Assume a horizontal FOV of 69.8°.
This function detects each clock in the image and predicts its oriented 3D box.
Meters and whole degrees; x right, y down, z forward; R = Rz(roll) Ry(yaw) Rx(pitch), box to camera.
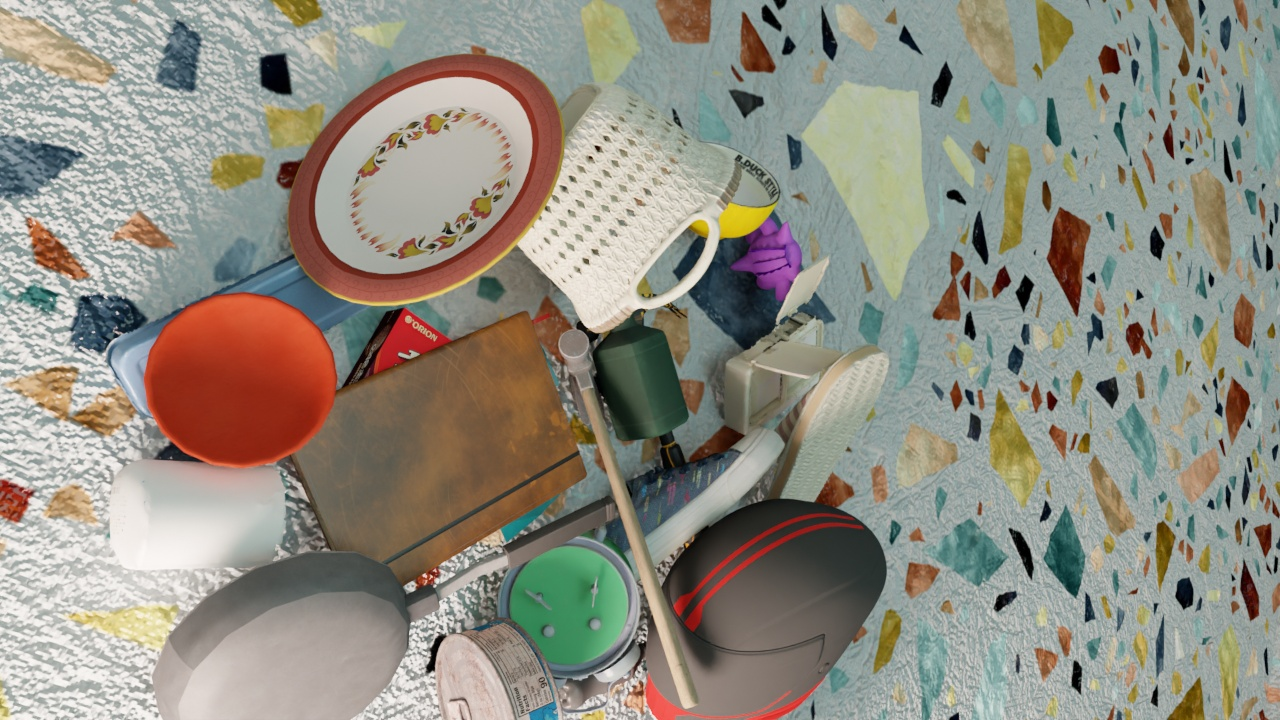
[{"bbox_3d":[-0.059,0.230,0.807,0.122,0.075,0.161,-8,90,-3],"label":"clock"}]

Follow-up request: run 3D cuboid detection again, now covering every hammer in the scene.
[{"bbox_3d":[0.032,0.087,0.948,0.123,0.036,0.320,-23,101,-32],"label":"hammer"},{"bbox_3d":[-0.007,0.137,0.809,0.030,0.119,0.331,-20,72,-6],"label":"hammer"}]

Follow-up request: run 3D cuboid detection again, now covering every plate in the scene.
[{"bbox_3d":[-0.163,-0.139,0.701,0.229,0.230,0.021,-69,155,-19],"label":"plate"}]

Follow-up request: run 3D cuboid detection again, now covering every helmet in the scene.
[{"bbox_3d":[0.111,0.224,0.859,0.264,0.164,0.170,-29,136,-17],"label":"helmet"}]

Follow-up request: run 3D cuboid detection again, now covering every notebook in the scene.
[{"bbox_3d":[-0.151,0.078,0.763,0.248,0.014,0.178,-27,104,-37],"label":"notebook"}]

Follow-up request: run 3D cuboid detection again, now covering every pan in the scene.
[{"bbox_3d":[-0.169,0.186,0.688,0.356,0.041,0.179,-23,134,-25],"label":"pan"}]

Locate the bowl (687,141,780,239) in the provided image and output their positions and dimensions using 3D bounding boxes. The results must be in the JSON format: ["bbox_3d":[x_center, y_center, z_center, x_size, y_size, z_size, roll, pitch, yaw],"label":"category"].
[{"bbox_3d":[0.081,-0.171,0.969,0.117,0.068,0.117,15,40,-13],"label":"bowl"}]

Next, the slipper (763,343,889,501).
[{"bbox_3d":[0.186,0.081,0.985,0.114,0.052,0.264,-18,140,-35],"label":"slipper"}]

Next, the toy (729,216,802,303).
[{"bbox_3d":[0.145,-0.114,1.020,0.055,0.088,0.106,-21,100,-31],"label":"toy"}]

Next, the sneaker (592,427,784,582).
[{"bbox_3d":[0.033,0.133,0.895,0.235,0.087,0.079,-38,86,-9],"label":"sneaker"}]

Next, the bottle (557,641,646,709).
[{"bbox_3d":[-0.033,0.298,0.880,0.109,0.036,0.036,-14,96,-39],"label":"bottle"}]

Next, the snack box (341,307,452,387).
[{"bbox_3d":[-0.178,0.054,0.777,0.152,0.036,0.132,38,65,-31],"label":"snack box"}]

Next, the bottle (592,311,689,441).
[{"bbox_3d":[-0.005,0.005,0.870,0.061,0.061,0.131,-24,100,-49],"label":"bottle"}]

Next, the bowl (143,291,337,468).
[{"bbox_3d":[-0.278,0.015,0.645,0.122,0.035,0.122,4,79,-21],"label":"bowl"}]

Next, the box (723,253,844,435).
[{"bbox_3d":[0.168,-0.002,0.991,0.095,0.186,0.145,42,54,20],"label":"box"}]

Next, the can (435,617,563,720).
[{"bbox_3d":[-0.118,0.281,0.752,0.044,0.130,0.130,-10,94,-39],"label":"can"}]

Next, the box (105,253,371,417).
[{"bbox_3d":[-0.295,-0.031,0.701,0.209,0.049,0.066,-35,128,-33],"label":"box"}]

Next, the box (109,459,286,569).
[{"bbox_3d":[-0.289,0.128,0.660,0.162,0.085,0.112,6,75,-40],"label":"box"}]

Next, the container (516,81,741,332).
[{"bbox_3d":[-0.028,-0.140,0.784,0.143,0.246,0.185,39,98,-19],"label":"container"}]
